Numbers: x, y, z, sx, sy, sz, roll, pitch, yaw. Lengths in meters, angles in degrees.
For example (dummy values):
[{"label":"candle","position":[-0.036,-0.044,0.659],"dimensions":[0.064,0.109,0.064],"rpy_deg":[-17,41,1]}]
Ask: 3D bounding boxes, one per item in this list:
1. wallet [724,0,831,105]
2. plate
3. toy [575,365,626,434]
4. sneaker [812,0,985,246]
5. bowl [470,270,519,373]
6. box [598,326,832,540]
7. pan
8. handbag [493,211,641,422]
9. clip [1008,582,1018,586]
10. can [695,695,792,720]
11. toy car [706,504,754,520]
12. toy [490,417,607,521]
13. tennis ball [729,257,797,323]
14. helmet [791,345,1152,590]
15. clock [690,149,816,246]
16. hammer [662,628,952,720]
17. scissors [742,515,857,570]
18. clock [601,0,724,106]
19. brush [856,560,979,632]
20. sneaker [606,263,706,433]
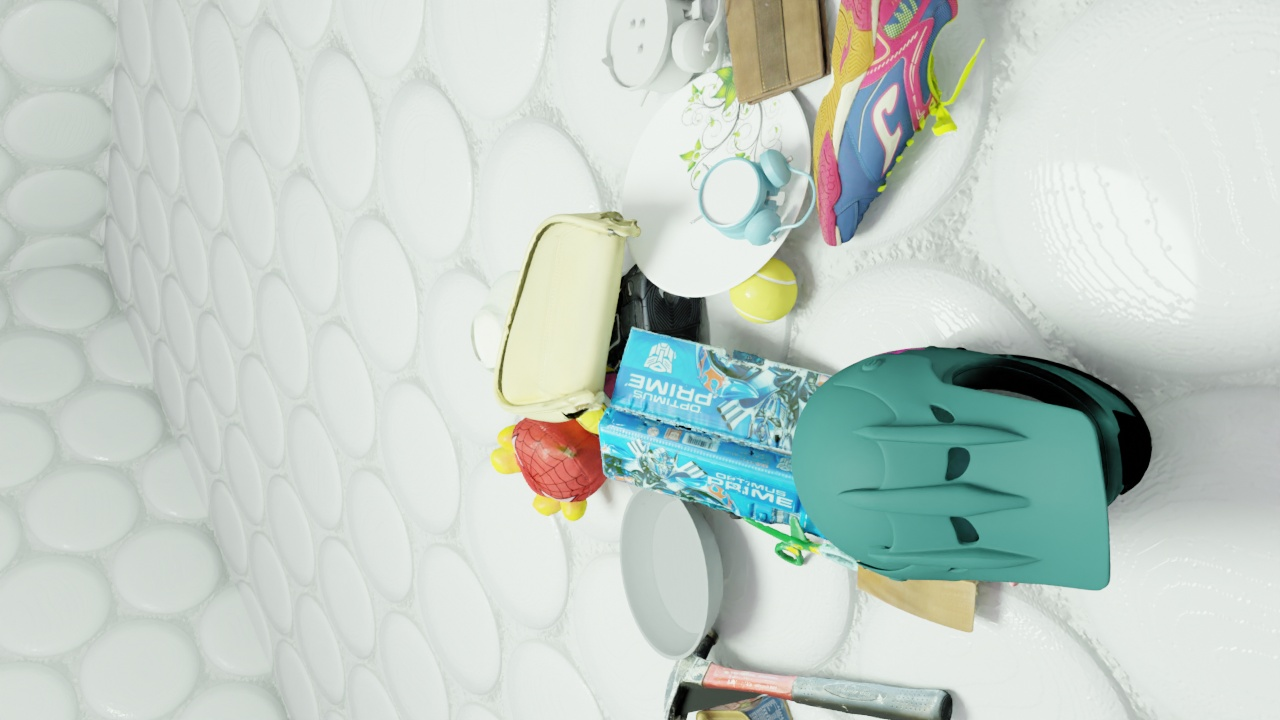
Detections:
[{"label":"wallet","position":[0.124,-0.302,0.834],"dimensions":[0.099,0.026,0.121],"rpy_deg":[-7,87,46]},{"label":"plate","position":[0.076,-0.173,0.909],"dimensions":[0.230,0.030,0.229],"rpy_deg":[-9,76,41]},{"label":"toy","position":[-0.044,0.043,1.085],"dimensions":[0.095,0.094,0.041],"rpy_deg":[52,144,-8]},{"label":"sneaker","position":[0.198,-0.190,0.745],"dimensions":[0.242,0.091,0.116],"rpy_deg":[91,176,-49]},{"label":"bowl","position":[-0.184,-0.031,1.250],"dimensions":[0.177,0.057,0.177],"rpy_deg":[17,113,45]},{"label":"box","position":[0.081,0.078,0.895],"dimensions":[0.244,0.070,0.171],"rpy_deg":[14,113,16]},{"label":"pan","position":[0.007,0.177,1.097],"dimensions":[0.201,0.050,0.356],"rpy_deg":[-57,45,47]},{"label":"handbag","position":[-0.070,-0.044,0.973],"dimensions":[0.191,0.088,0.233],"rpy_deg":[19,99,55]},{"label":"clip","position":[0.319,0.161,0.760],"dimensions":[0.044,0.023,0.060],"rpy_deg":[6,100,50]},{"label":"can","position":[0.115,0.408,1.036],"dimensions":[0.100,0.058,0.054],"rpy_deg":[-28,80,50]},{"label":"toy car","position":[0.099,0.141,0.994],"dimensions":[0.092,0.036,0.042],"rpy_deg":[18,113,56]},{"label":"toy","position":[-0.110,0.125,1.147],"dimensions":[0.147,0.098,0.217],"rpy_deg":[39,155,-6]},{"label":"tennis ball","position":[0.118,-0.068,0.886],"dimensions":[0.065,0.065,0.065],"rpy_deg":[17,114,45]},{"label":"helmet","position":[0.236,0.079,0.690],"dimensions":[0.275,0.199,0.176],"rpy_deg":[-1,100,49]},{"label":"clock","position":[0.105,-0.147,0.833],"dimensions":[0.123,0.042,0.087],"rpy_deg":[11,90,37]},{"label":"hammer","position":[0.158,0.347,0.944],"dimensions":[0.327,0.140,0.036],"rpy_deg":[-10,126,42]},{"label":"scissors","position":[0.163,0.182,0.906],"dimensions":[0.130,0.011,0.126],"rpy_deg":[13,152,21]},{"label":"clock","position":[0.024,-0.329,0.909],"dimensions":[0.160,0.061,0.119],"rpy_deg":[-27,69,51]},{"label":"brush","position":[0.253,0.201,0.832],"dimensions":[0.117,0.039,0.049],"rpy_deg":[14,111,47]},{"label":"sneaker","position":[-0.006,0.006,1.036],"dimensions":[0.151,0.097,0.252],"rpy_deg":[12,109,53]}]
